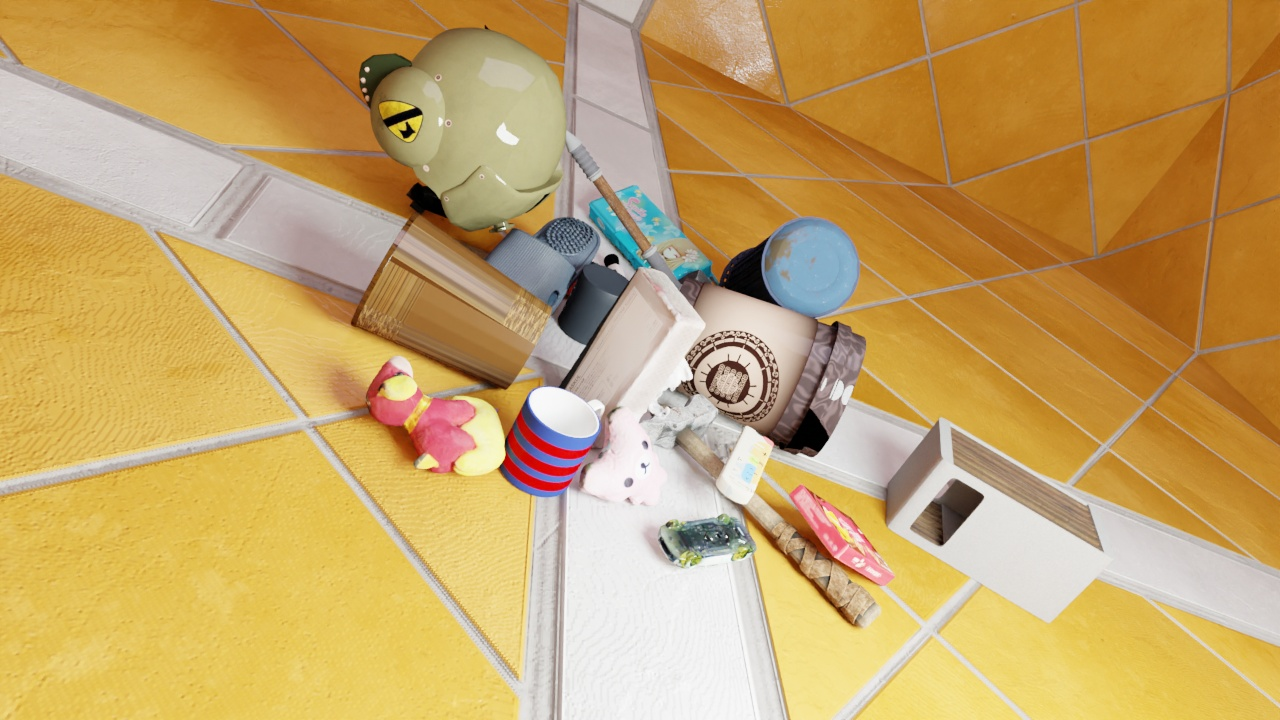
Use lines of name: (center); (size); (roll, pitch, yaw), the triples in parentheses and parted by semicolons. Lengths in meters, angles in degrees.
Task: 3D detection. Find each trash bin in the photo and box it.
trash bin: (0.433, 0.193, 1.125); (0.229, 0.115, 0.114); (31, 28, 2)
trash bin: (0.201, -0.111, 1.263); (0.139, 0.139, 0.250); (27, -6, -4)

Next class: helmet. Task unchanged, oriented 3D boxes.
helmet: (-0.207, -0.272, 1.122); (0.233, 0.256, 0.249); (31, 28, 7)

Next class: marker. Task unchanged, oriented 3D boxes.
marker: (-0.033, -0.114, 1.294); (0.025, 0.025, 0.125); (17, 30, -23)

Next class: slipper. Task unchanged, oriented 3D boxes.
slipper: (-0.121, -0.122, 1.112); (0.101, 0.083, 0.262); (32, 43, 8)

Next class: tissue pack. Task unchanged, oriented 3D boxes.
tissue pack: (-0.006, 0.005, 0.954); (0.071, 0.182, 0.104); (12, 31, -46)

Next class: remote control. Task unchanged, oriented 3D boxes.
remote control: (0.112, 0.109, 0.974); (0.038, 0.018, 0.125); (33, 32, 4)

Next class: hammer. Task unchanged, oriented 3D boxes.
hammer: (0.125, 0.158, 0.974); (0.319, 0.049, 0.121); (44, 33, 22)
hammer: (-0.011, -0.176, 1.224); (0.322, 0.043, 0.155); (53, 29, -19)

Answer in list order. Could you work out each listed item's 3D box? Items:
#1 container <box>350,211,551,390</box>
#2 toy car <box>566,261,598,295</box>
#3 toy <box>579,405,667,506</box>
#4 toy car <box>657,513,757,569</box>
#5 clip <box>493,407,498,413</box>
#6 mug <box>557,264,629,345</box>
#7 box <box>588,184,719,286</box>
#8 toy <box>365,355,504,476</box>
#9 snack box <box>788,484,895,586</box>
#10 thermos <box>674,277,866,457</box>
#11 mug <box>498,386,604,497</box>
container: (-0.189, -0.053, 0.945); (0.167, 0.132, 0.132); (30, 27, -12)
toy car: (-0.095, -0.124, 1.224); (0.048, 0.051, 0.100); (0, 40, -46)
toy: (-0.010, 0.107, 0.911); (0.096, 0.053, 0.098); (41, 58, -25)
toy car: (0.062, 0.178, 0.888); (0.105, 0.033, 0.048); (2, 40, -35)
clip: (-0.158, 0.057, 0.905); (0.037, 0.013, 0.053); (34, 25, 7)
mug: (-0.044, -0.069, 1.151); (0.104, 0.078, 0.071); (-7, 45, -49)
box: (0.039, -0.186, 1.432); (0.172, 0.084, 0.227); (1, 39, -42)
toy: (-0.185, 0.059, 0.831); (0.137, 0.067, 0.105); (32, 33, -17)
snack box: (0.215, 0.187, 0.976); (0.133, 0.021, 0.089); (35, 16, -47)
thermos: (0.135, 0.001, 1.121); (0.226, 0.173, 0.172); (23, 28, 2)
mug: (-0.077, 0.073, 0.883); (0.075, 0.076, 0.111); (40, 29, 19)
